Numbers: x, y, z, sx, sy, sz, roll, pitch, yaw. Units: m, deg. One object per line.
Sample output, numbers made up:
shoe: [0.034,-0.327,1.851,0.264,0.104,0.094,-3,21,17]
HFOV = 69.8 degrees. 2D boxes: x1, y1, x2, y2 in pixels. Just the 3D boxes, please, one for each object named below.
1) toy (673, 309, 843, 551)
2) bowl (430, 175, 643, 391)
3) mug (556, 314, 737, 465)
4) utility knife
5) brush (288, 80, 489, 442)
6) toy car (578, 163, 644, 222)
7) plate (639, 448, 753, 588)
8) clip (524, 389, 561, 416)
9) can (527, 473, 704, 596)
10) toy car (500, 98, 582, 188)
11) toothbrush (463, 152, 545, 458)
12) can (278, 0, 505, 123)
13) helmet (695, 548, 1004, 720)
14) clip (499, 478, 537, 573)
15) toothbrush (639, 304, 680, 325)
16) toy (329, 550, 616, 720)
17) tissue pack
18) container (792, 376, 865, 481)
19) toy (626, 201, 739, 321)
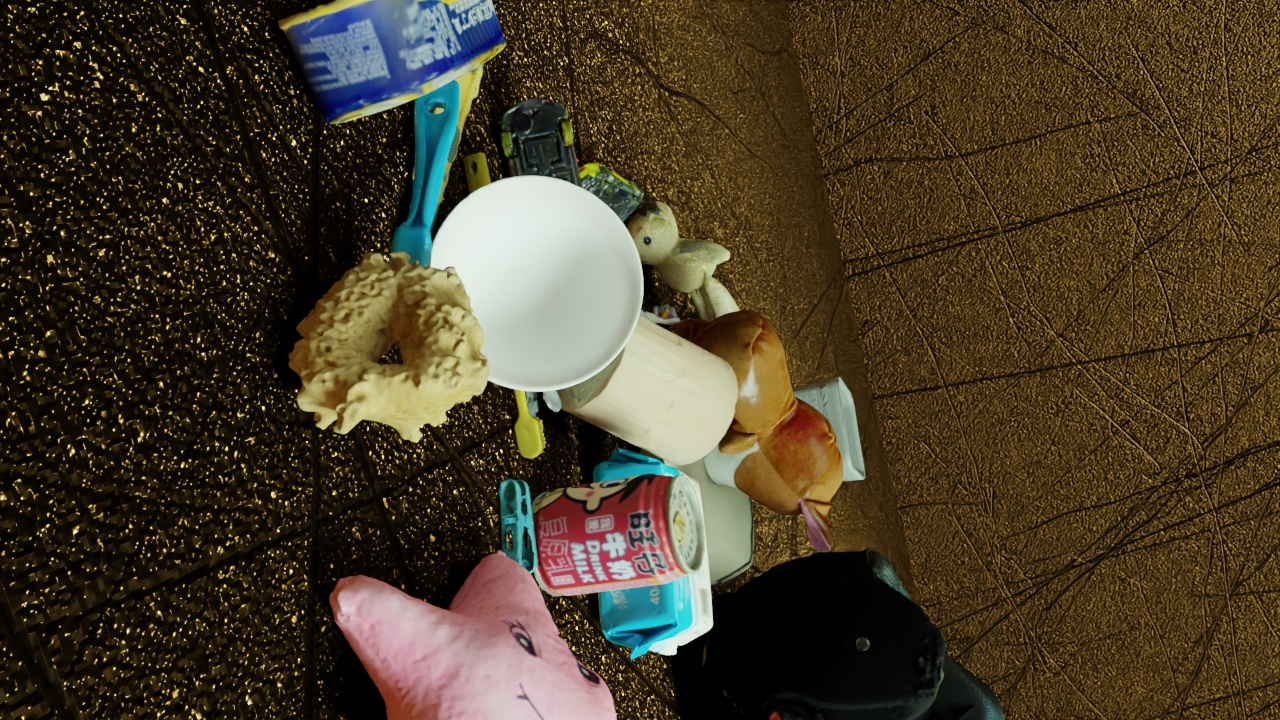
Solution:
toy: [0.096,0.058,0.764,0.199,0.131,0.139,46,32,-18]
bowl: [-0.063,-0.040,0.527,0.065,0.118,0.118,160,-80,-77]
mug: [-0.004,0.004,0.644,0.103,0.084,0.124,28,23,-36]
utility knife: [-0.117,-0.125,0.536,0.031,0.021,0.206,51,37,-42]
brush: [-0.110,-0.064,0.450,0.046,0.083,0.254,92,-4,-47]
toy car: [-0.033,-0.130,0.723,0.032,0.048,0.105,49,14,16]
plate: [0.053,0.119,0.833,0.265,0.034,0.162,11,69,-69]
clip: [-0.067,0.007,0.585,0.025,0.033,0.057,12,65,-71]
can: [-0.014,0.106,0.562,0.066,0.094,0.066,-11,90,-71]
toy car: [-0.063,-0.123,0.621,0.031,0.049,0.106,-139,-143,-82]
toothbrush: [-0.083,-0.034,0.567,0.016,0.016,0.190,-7,85,-75]
can: [-0.117,-0.164,0.459,0.147,0.075,0.049,-68,144,-58]
helmet: [0.155,0.287,0.734,0.233,0.231,0.274,46,46,-42]
clip: [-0.071,0.096,0.531,0.040,0.014,0.056,29,54,-66]
toothbrush: [-0.007,-0.043,0.781,0.021,0.029,0.189,-65,161,9]
toy: [-0.066,0.153,0.420,0.194,0.075,0.178,46,15,-37]
tissue pack: [0.006,0.136,0.647,0.090,0.063,0.140,37,45,-64]
container: [0.152,0.076,0.905,0.090,0.114,0.090,36,46,-62]
toy: [0.041,-0.077,0.845,0.066,0.105,0.157,-45,111,-18]
